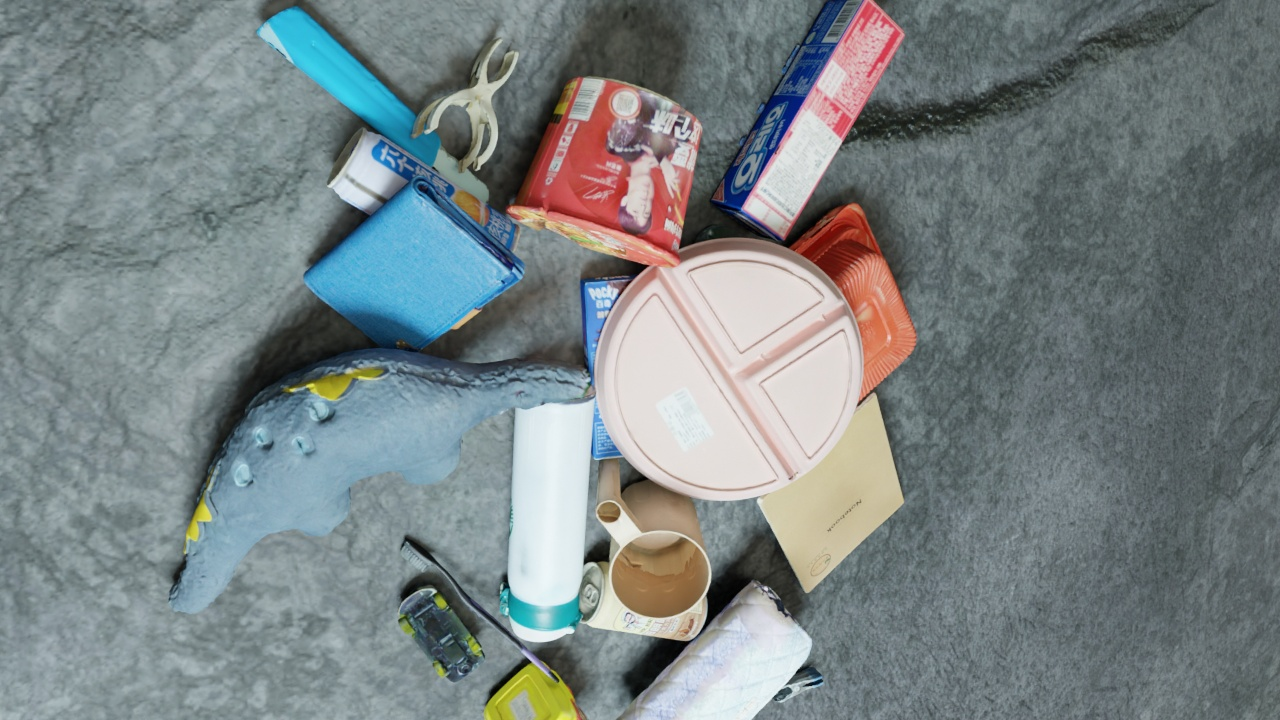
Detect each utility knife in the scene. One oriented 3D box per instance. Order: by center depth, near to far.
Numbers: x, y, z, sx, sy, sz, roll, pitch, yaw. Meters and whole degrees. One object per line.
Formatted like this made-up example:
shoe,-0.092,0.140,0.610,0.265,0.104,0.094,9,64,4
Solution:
utility knife,-0.182,-0.176,0.664,0.199,0.018,0.034,40,69,-30

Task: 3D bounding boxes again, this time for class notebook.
notebook,0.192,0.136,0.893,0.147,0.008,0.208,-40,139,-9

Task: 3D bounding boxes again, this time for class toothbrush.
toothbrush,-0.136,0.218,0.784,0.017,0.014,0.189,-42,105,4

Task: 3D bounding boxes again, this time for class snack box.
snack box,0.140,-0.205,0.783,0.058,0.057,0.207,30,91,-31
snack box,-0.005,0.005,0.786,0.084,0.026,0.157,-5,107,-12
snack box,-0.085,0.331,0.821,0.082,0.091,0.080,-41,124,-10

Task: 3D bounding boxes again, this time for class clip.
clip,-0.117,-0.180,0.678,0.102,0.035,0.092,-44,117,-26
clip,0.166,0.343,0.978,0.057,0.025,0.031,-17,106,-13

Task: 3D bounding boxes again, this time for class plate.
plate,0.076,0.014,0.762,0.229,0.028,0.230,-1,105,-4

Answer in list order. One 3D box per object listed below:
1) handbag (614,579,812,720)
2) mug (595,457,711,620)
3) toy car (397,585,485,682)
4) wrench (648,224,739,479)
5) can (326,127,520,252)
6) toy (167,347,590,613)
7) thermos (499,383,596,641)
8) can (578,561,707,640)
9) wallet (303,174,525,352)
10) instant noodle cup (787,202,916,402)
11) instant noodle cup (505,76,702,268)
handbag,0.078,0.308,0.877,0.194,0.075,0.134,-46,140,-5
mug,0.002,0.144,0.788,0.084,0.103,0.124,-35,106,9
toy car,-0.171,0.230,0.780,0.042,0.035,0.090,-36,111,-13
wrench,0.048,0.014,0.828,0.056,0.016,0.273,8,101,-23
can,-0.157,-0.112,0.674,0.134,0.053,0.053,31,90,-29
toy,-0.211,0.061,0.673,0.356,0.091,0.138,-27,120,-3
thermos,-0.080,0.129,0.776,0.073,0.073,0.224,-2,106,-24
can,0.001,0.221,0.843,0.116,0.058,0.058,18,97,-28
wallet,-0.162,-0.062,0.662,0.133,0.040,0.106,-31,123,31
instant noodle cup,0.173,-0.029,0.837,0.188,0.079,0.164,-40,121,-11
instant noodle cup,-0.019,-0.141,0.689,0.137,0.138,0.108,18,90,-28
